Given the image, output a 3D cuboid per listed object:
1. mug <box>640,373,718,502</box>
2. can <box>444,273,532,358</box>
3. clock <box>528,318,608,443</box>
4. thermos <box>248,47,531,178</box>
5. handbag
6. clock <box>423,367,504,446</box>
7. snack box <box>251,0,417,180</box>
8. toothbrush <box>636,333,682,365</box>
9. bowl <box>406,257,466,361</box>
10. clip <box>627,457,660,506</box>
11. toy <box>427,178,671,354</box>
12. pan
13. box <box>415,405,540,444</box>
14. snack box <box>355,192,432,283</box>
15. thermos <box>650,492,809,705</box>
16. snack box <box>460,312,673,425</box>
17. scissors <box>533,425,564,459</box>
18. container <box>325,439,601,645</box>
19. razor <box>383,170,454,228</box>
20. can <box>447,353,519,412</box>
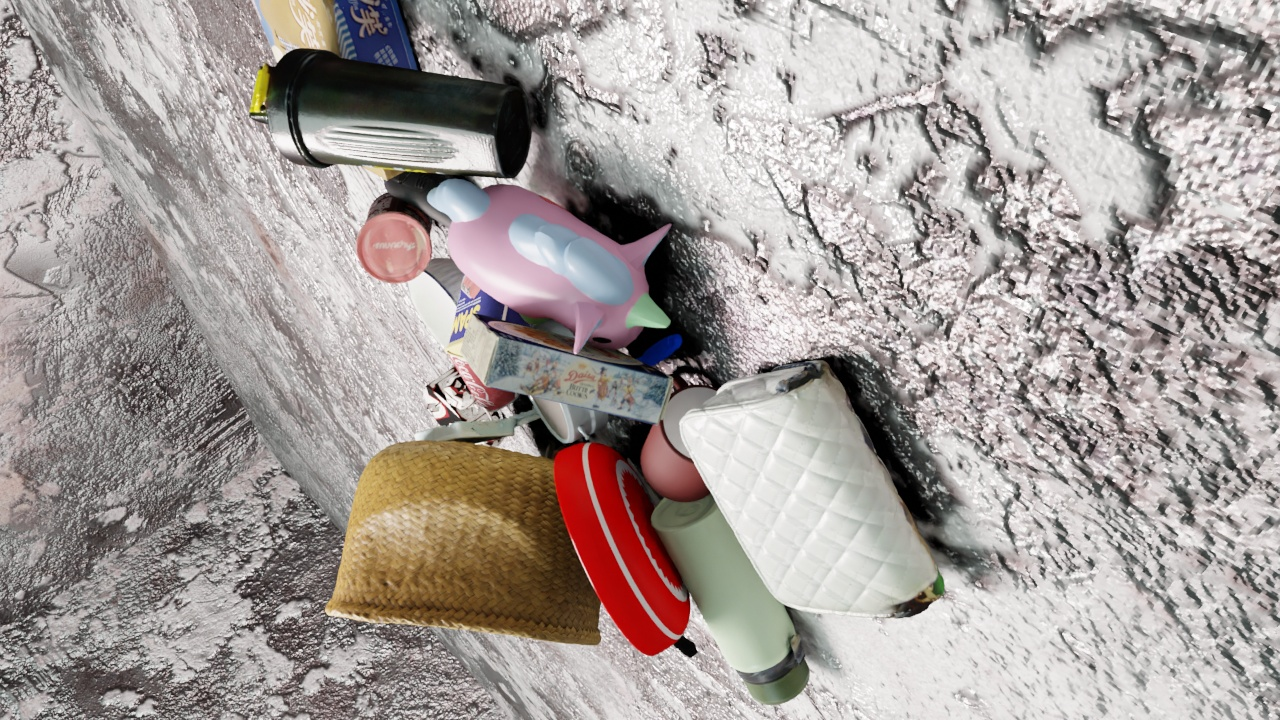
[{"bbox_3d":[0.039,0.057,0.776,0.083,0.073,0.105,110,147,-59],"label":"mug"},{"bbox_3d":[-0.139,-0.051,0.876,0.056,0.092,0.116,15,167,-26],"label":"can"},{"bbox_3d":[-0.087,0.018,0.922,0.159,0.045,0.122,29,141,57],"label":"clock"},{"bbox_3d":[-0.202,-0.195,0.736,0.221,0.097,0.098,11,139,14],"label":"thermos"},{"bbox_3d":[0.126,0.094,0.674,0.139,0.072,0.195,-13,112,52],"label":"handbag"},{"bbox_3d":[-0.236,0.073,1.220,0.155,0.064,0.115,-3,120,59],"label":"clock"},{"bbox_3d":[-0.278,-0.288,0.844,0.155,0.069,0.203,30,146,35],"label":"snack box"},{"bbox_3d":[-0.005,0.005,0.826,0.183,0.018,0.016,-33,69,63],"label":"toothbrush"},{"bbox_3d":[-0.191,-0.064,0.987,0.118,0.062,0.118,37,149,27],"label":"bowl"},{"bbox_3d":[-0.007,0.158,0.991,0.102,0.050,0.059,55,140,-5],"label":"clip"},{"bbox_3d":[-0.080,-0.083,0.729,0.222,0.120,0.171,37,168,-3],"label":"toy"},{"bbox_3d":[0.012,0.217,0.920,0.356,0.067,0.208,56,-170,-45],"label":"pan"},{"bbox_3d":[-0.175,0.077,1.055,0.197,0.134,0.040,-15,82,62],"label":"box"},{"bbox_3d":[-0.249,-0.129,0.938,0.121,0.072,0.072,-119,4,-66],"label":"snack box"},{"bbox_3d":[0.095,0.228,0.879,0.082,0.082,0.231,5,126,56],"label":"thermos"},{"bbox_3d":[-0.066,0.005,0.757,0.144,0.145,0.042,-152,77,-69],"label":"snack box"},{"bbox_3d":[-0.109,0.144,1.161,0.121,0.012,0.171,32,144,38],"label":"scissors"},{"bbox_3d":[-0.176,0.203,1.025,0.307,0.196,0.307,8,165,2],"label":"container"},{"bbox_3d":[-0.187,-0.154,0.900,0.151,0.054,0.067,36,176,14],"label":"razor"},{"bbox_3d":[-0.184,0.009,1.073,0.054,0.053,0.096,3,126,56],"label":"can"}]
